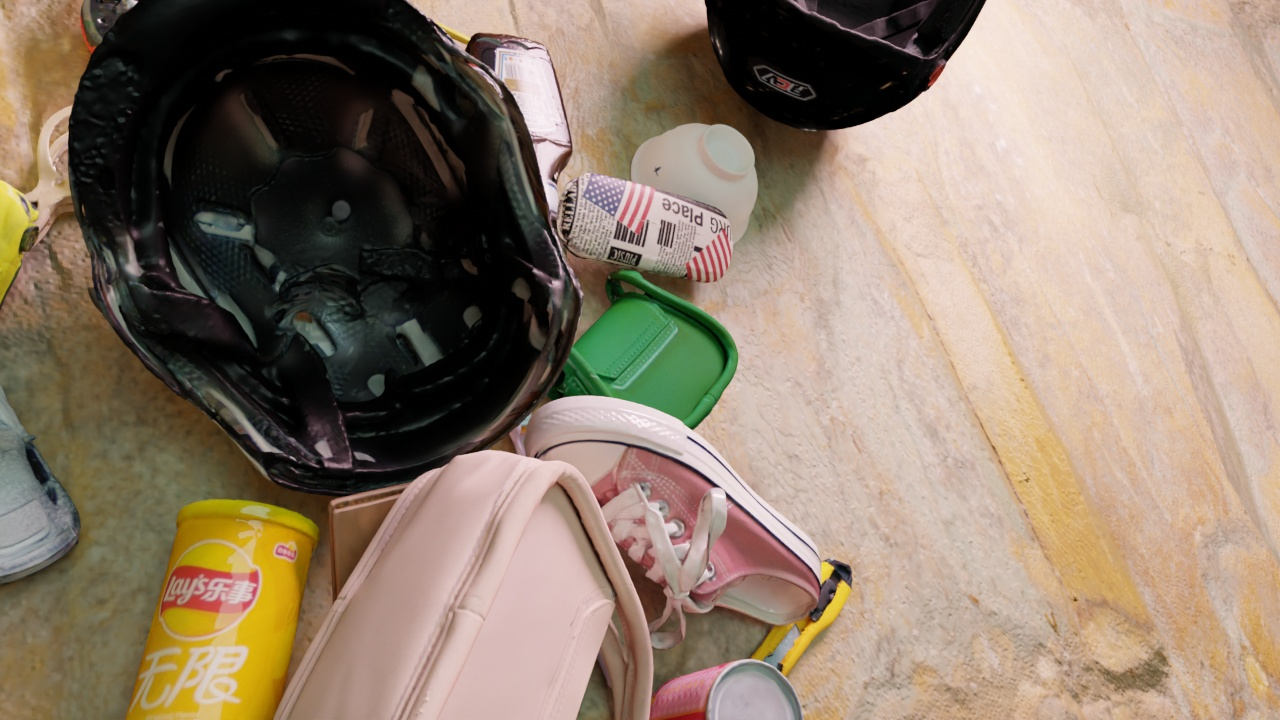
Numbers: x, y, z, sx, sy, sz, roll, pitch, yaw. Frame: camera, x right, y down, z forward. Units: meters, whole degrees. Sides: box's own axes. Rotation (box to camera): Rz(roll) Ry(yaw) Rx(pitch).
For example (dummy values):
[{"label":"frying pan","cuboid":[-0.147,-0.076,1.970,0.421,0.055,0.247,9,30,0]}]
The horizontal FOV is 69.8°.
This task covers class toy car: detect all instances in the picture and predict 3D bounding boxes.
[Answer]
[{"label":"toy car","cuboid":[-0.359,-0.049,0.480,0.048,0.032,0.105,22,75,-17]},{"label":"toy car","cuboid":[-0.328,0.053,0.455,0.054,0.037,0.120,-31,85,-37]},{"label":"toy car","cuboid":[-0.301,-0.217,0.608,0.120,0.045,0.053,-11,69,-27]}]

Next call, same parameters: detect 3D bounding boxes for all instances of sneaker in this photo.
[{"label":"sneaker","cuboid":[0.026,0.113,0.584,0.241,0.119,0.087,37,35,-21]}]

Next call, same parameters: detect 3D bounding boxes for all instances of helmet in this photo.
[{"label":"helmet","cuboid":[-0.168,-0.068,0.519,0.229,0.157,0.274,-35,108,-11]},{"label":"helmet","cuboid":[0.169,-0.316,0.816,0.233,0.231,0.273,30,52,4]}]

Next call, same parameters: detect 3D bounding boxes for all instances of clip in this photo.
[{"label":"clip","cuboid":[-0.327,-0.098,0.538,0.095,0.035,0.101,13,64,-23]}]

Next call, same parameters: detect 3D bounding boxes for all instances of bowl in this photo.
[{"label":"bowl","cuboid":[0.058,-0.159,0.773,0.118,0.065,0.118,13,60,-24]}]

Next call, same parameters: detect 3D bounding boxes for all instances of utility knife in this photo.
[{"label":"utility knife","cuboid":[0.111,0.194,0.649,0.033,0.015,0.155,47,52,3]}]

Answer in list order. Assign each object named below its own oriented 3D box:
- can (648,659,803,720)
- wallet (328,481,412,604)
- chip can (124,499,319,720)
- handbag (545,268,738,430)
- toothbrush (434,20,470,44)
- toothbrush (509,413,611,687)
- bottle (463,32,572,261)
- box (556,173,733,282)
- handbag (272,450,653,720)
[{"label":"can","cuboid":[0.044,0.219,0.548,0.066,0.094,0.066,13,60,-24]},{"label":"wallet","cuboid":[-0.121,0.120,0.512,0.101,0.020,0.115,-11,114,-34]},{"label":"chip can","cuboid":[-0.211,0.177,0.438,0.072,0.072,0.213,16,59,-23]},{"label":"handbag","cuboid":[-0.004,0.004,0.650,0.120,0.068,0.131,43,52,-3]},{"label":"toothbrush","cuboid":[-0.187,-0.278,0.725,0.190,0.016,0.016,18,53,-21]},{"label":"toothbrush","cuboid":[-0.049,0.120,0.595,0.021,0.029,0.189,-24,78,4]},{"label":"bottle","cuboid":[-0.090,-0.159,0.702,0.079,0.044,0.194,-1,67,-30]},{"label":"box","cuboid":[0.006,-0.099,0.702,0.164,0.052,0.068,11,71,-39]},{"label":"handbag","cuboid":[-0.058,0.180,0.473,0.234,0.094,0.192,55,44,-38]}]
